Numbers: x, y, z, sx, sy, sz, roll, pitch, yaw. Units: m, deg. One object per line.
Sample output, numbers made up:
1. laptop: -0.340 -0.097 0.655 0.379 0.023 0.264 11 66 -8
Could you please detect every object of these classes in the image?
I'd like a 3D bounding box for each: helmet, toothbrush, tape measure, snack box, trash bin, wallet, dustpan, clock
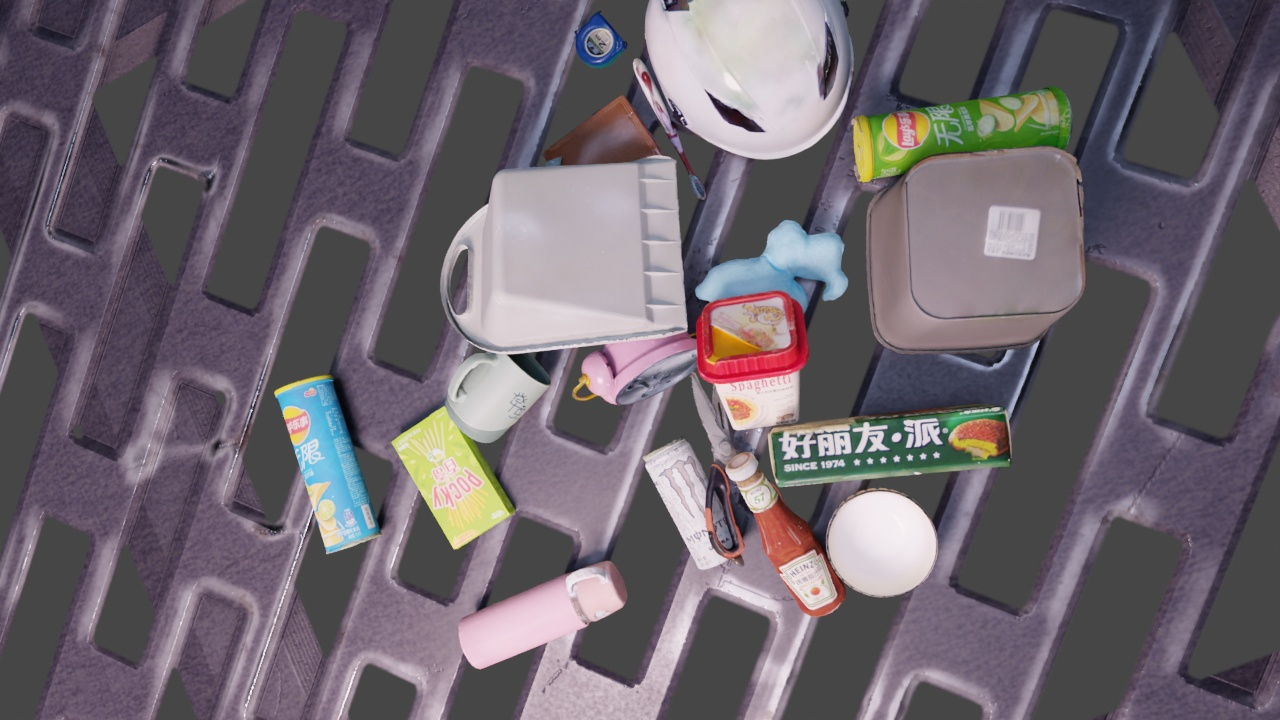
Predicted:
1. helmet: 0.118 -0.356 0.998 0.229 0.145 0.258 -28 85 10
2. toothbrush: 0.033 -0.273 1.079 0.016 0.017 0.187 -26 86 9
3. tape measure: -0.050 -0.377 1.092 0.054 0.025 0.058 -40 79 10
4. snack box: 0.262 0.089 0.987 0.240 0.114 0.063 -7 88 10
5. snack box: -0.229 0.142 1.125 0.086 0.026 0.156 -33 85 10
6. trash bin: 0.336 -0.110 0.921 0.199 0.219 0.199 -3 88 10
7. wallet: -0.042 -0.241 1.089 0.125 0.032 0.101 -34 81 9
8. dustpan: -0.095 -0.111 1.044 0.257 0.143 0.222 2 68 -12
9. clock: -0.006 0.006 1.039 0.158 0.117 0.060 -32 74 7

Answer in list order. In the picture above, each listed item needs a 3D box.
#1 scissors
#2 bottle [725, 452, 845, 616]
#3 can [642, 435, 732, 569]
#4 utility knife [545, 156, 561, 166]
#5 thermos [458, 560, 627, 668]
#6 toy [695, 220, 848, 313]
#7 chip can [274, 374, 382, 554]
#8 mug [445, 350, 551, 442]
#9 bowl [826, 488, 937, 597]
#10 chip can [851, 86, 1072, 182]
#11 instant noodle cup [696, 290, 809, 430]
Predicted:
1. scissors: 0.107 0.120 1.045 0.213 0.015 0.196 35 62 -10
2. bottle: 0.156 0.188 0.999 0.060 0.059 0.206 -29 108 9
3. can: 0.060 0.163 1.053 0.058 0.058 0.146 -28 85 9
4. utility knife: -0.122 -0.138 1.103 0.033 0.015 0.218 15 99 14
5. thermos: -0.117 0.293 1.075 0.199 0.087 0.067 -25 52 11
6. toy: 0.148 -0.084 1.041 0.161 0.049 0.156 19 98 5
7. chip can: -0.385 0.127 1.132 0.071 0.071 0.210 -19 87 10
8. mug: -0.178 0.034 1.073 0.106 0.111 0.082 -45 55 10
9. bowl: 0.263 0.196 1.011 0.116 0.066 0.116 0 91 11
10. chip can: 0.343 -0.243 0.985 0.221 0.072 0.072 -7 89 6
11. instant noodle cup: 0.126 0.005 0.999 0.116 0.124 0.116 -9 44 11
